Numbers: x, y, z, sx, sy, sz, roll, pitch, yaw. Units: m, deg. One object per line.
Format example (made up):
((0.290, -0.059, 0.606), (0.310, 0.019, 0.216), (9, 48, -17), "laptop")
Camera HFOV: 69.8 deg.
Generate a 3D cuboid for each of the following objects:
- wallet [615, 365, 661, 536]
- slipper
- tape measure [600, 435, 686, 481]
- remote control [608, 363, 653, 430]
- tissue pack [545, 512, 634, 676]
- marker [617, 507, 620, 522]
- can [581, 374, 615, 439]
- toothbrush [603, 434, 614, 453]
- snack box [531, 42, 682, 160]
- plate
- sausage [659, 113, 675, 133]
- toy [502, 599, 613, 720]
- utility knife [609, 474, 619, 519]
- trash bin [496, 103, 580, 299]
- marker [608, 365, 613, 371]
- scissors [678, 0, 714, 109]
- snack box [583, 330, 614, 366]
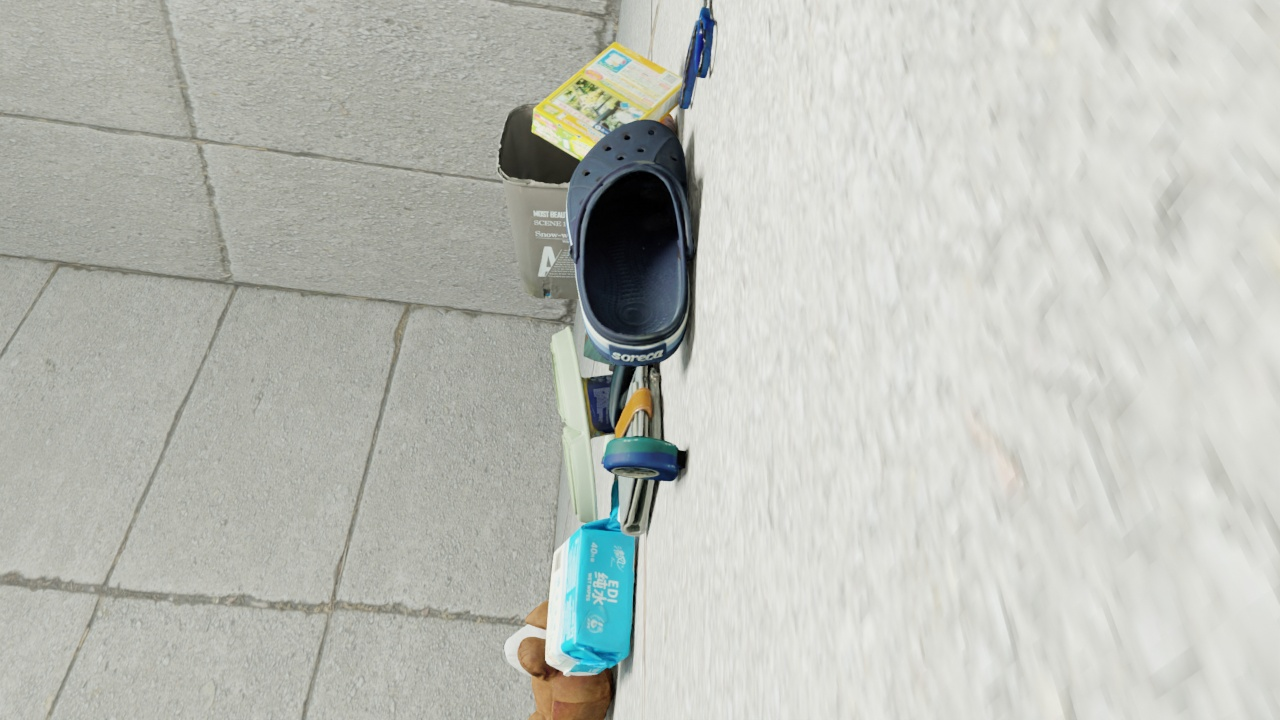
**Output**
((-0.005, 0.074, 0.822), (0.129, 0.037, 0.107), (-92, 10, -54), "wallet")
((-0.011, -0.112, 0.736), (0.095, 0.105, 0.252), (92, 177, -54), "slipper")
((0.002, 0.069, 0.654), (0.055, 0.058, 0.025), (107, 168, -70), "tape measure")
((-0.009, 0.013, 0.884), (0.053, 0.024, 0.137), (-36, -30, -41), "remote control")
((-0.044, 0.221, 0.856), (0.090, 0.063, 0.139), (129, 149, -54), "tissue pack")
((-0.013, 0.141, 0.916), (0.017, 0.017, 0.145), (177, 100, -84), "marker")
((-0.044, 0.052, 1.069), (0.148, 0.049, 0.074), (157, 105, -83), "can")
((-0.033, 0.041, 1.211), (0.020, 0.029, 0.190), (28, 120, 40), "toothbrush")
((-0.029, -0.246, 0.885), (0.140, 0.087, 0.034), (-50, -15, -34), "snack box")
((-0.077, 0.076, 1.046), (0.230, 0.027, 0.230), (171, 91, -82), "plate")
((0.026, -0.204, 0.902), (0.164, 0.021, 0.021), (-90, 9, -50), "sausage")
((-0.087, 0.320, 0.980), (0.199, 0.130, 0.140), (-64, -23, -79), "toy")
((-0.026, 0.163, 1.011), (0.185, 0.018, 0.034), (-99, 16, -73), "utility knife")
((-0.092, -0.215, 1.289), (0.198, 0.199, 0.220), (-89, 2, -45), "trash bin")
((-0.026, -0.049, 1.231), (0.022, 0.020, 0.132), (80, -164, -80), "marker")
((0.053, -0.293, 0.791), (0.163, 0.012, 0.175), (103, 172, -51), "scissors")
((-0.028, -0.082, 1.070), (0.074, 0.051, 0.174), (122, 158, -45), "snack box")
